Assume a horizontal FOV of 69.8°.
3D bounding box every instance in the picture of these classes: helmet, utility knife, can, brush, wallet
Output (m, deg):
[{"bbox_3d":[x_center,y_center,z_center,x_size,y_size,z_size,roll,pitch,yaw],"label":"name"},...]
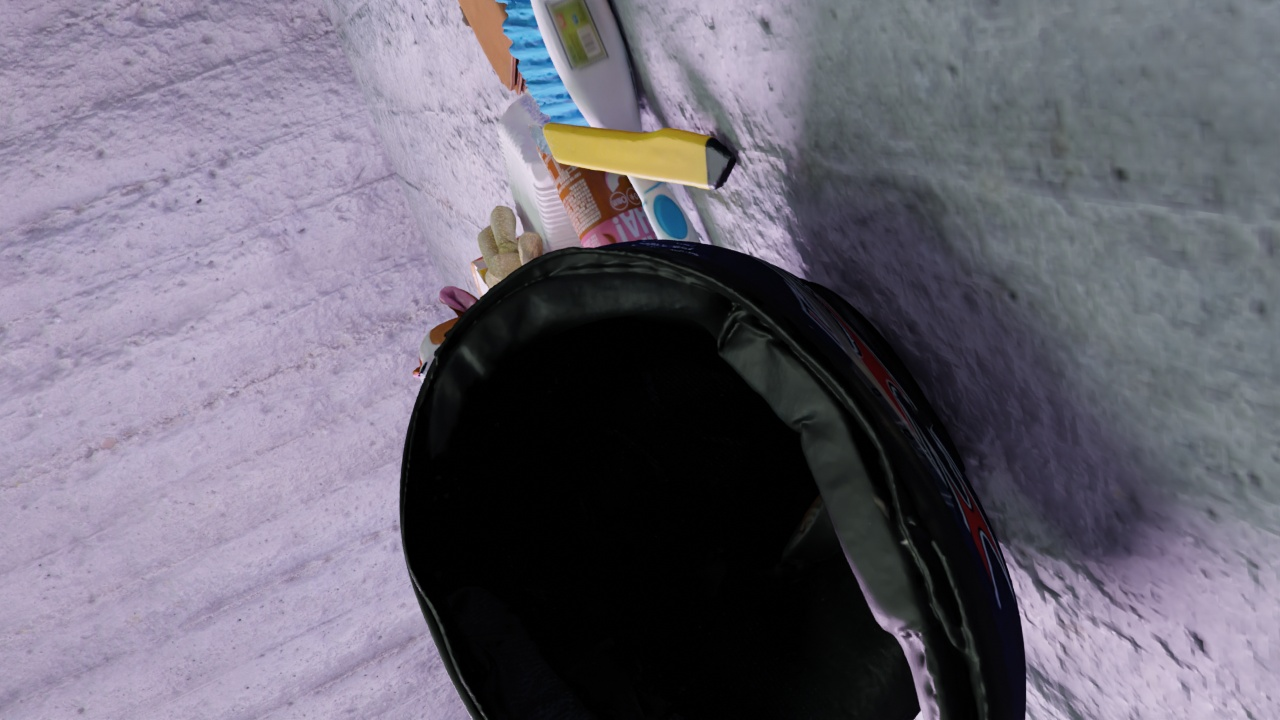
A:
[{"bbox_3d":[0.040,0.093,0.444,0.315,0.247,0.240,54,-171,26],"label":"helmet"},{"bbox_3d":[-0.010,-0.132,0.572,0.170,0.015,0.033,19,124,37],"label":"utility knife"},{"bbox_3d":[-0.024,-0.113,0.699,0.147,0.058,0.058,64,167,4],"label":"can"},{"bbox_3d":[-0.012,-0.142,0.626,0.314,0.060,0.109,66,163,-17],"label":"brush"},{"bbox_3d":[-0.133,-0.314,0.813,0.131,0.031,0.108,63,163,10],"label":"wallet"}]

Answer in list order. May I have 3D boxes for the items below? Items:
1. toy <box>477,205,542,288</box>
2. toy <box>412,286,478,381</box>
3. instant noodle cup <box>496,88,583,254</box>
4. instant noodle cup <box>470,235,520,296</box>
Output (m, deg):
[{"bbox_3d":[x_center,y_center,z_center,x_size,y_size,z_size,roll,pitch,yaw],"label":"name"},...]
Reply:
[{"bbox_3d":[-0.111,-0.079,0.847,0.105,0.066,0.157,-50,52,28],"label":"toy"},{"bbox_3d":[-0.153,0.024,0.892,0.199,0.130,0.140,45,114,31],"label":"toy"},{"bbox_3d":[-0.079,-0.154,0.832,0.138,0.060,0.174,55,162,37],"label":"instant noodle cup"},{"bbox_3d":[-0.111,-0.075,0.979,0.138,0.109,0.138,58,164,28],"label":"instant noodle cup"}]
